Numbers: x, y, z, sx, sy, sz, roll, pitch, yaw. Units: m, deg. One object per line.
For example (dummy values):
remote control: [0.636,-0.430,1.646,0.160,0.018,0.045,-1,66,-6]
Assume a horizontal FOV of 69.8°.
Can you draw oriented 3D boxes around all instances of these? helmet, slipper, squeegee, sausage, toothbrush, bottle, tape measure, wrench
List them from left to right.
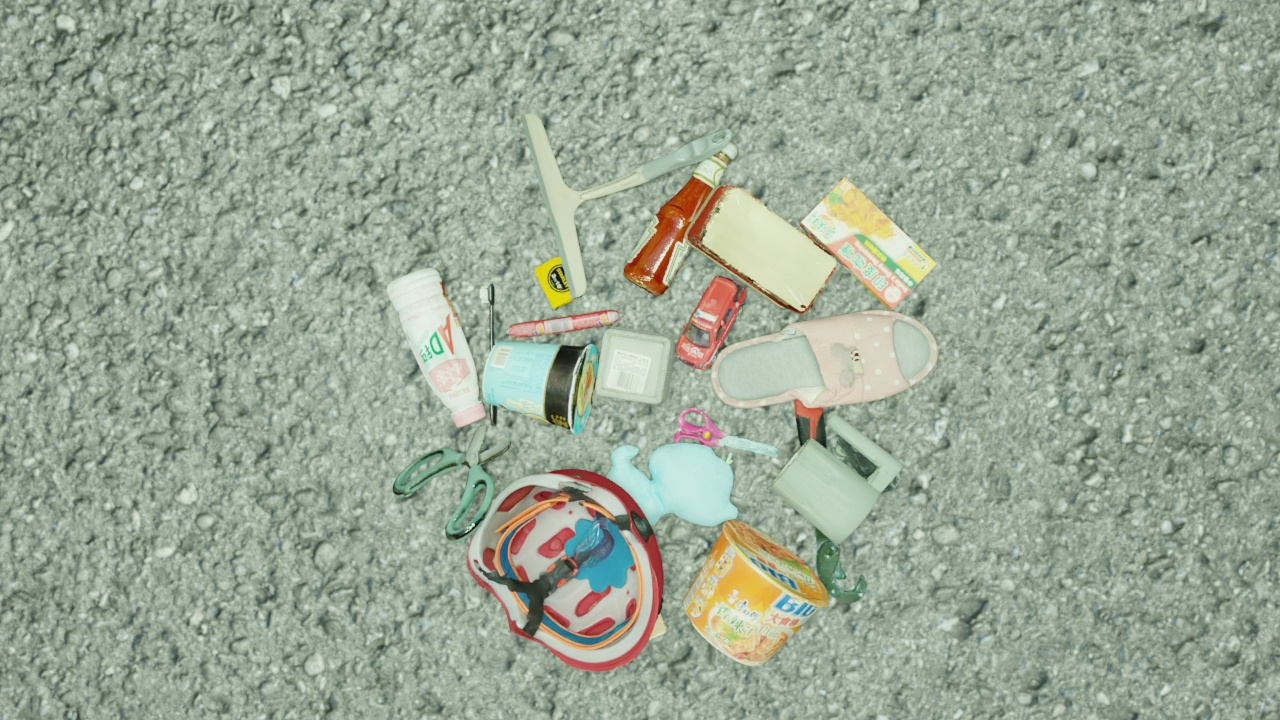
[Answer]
bottle: [-0.248,-0.013,1.140,0.068,0.068,0.197,-22,93,3]
toothbrush: [-0.190,-0.006,1.160,0.018,0.015,0.181,-3,90,9]
tape measure: [-0.098,-0.100,1.147,0.057,0.029,0.060,-28,89,4]
sausage: [-0.095,-0.045,1.152,0.156,0.020,0.020,-8,90,3]
helmet: [-0.065,0.235,1.086,0.240,0.143,0.207,47,108,11]
squeegee: [-0.002,-0.229,1.120,0.247,0.039,0.246,-19,81,16]
bottle: [0.053,-0.177,1.124,0.060,0.060,0.206,32,92,2]
slipper: [0.221,0.001,1.110,0.274,0.054,0.114,-8,80,6]
wrench: [0.228,0.168,1.139,0.056,0.016,0.273,-12,90,3]

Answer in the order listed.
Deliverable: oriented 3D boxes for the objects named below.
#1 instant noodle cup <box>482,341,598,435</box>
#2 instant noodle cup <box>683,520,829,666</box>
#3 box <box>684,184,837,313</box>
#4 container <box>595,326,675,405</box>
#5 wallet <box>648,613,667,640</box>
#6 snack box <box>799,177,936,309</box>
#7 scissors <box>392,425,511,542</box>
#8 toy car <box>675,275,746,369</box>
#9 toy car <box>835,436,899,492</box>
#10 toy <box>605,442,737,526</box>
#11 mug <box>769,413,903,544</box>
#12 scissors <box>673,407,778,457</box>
instant noodle cup: [-0.124,0.026,1.119,0.120,0.111,0.111,10,91,11]
instant noodle cup: [0.130,0.279,1.087,0.151,0.151,0.111,35,100,2]
box: [0.146,-0.132,1.083,0.168,0.079,0.091,32,92,-18]
container: [-0.006,0.006,1.100,0.090,0.114,0.090,8,90,2]
wallet: [-0.032,0.326,1.153,0.115,0.024,0.087,-23,84,2]
snack box: [0.278,-0.143,1.127,0.156,0.027,0.077,44,94,2]
scissors: [-0.235,0.154,1.111,0.170,0.173,0.019,-18,133,21]
toy car: [0.084,-0.048,1.120,0.053,0.045,0.120,24,84,22]
toy car: [0.279,0.123,1.124,0.090,0.043,0.034,47,65,-1]
toy: [0.041,0.153,1.133,0.156,0.049,0.161,-44,86,13]
mug: [0.231,0.138,1.088,0.103,0.083,0.124,39,96,8]
scissors: [0.108,0.104,1.147,0.135,0.017,0.063,17,92,-1]
